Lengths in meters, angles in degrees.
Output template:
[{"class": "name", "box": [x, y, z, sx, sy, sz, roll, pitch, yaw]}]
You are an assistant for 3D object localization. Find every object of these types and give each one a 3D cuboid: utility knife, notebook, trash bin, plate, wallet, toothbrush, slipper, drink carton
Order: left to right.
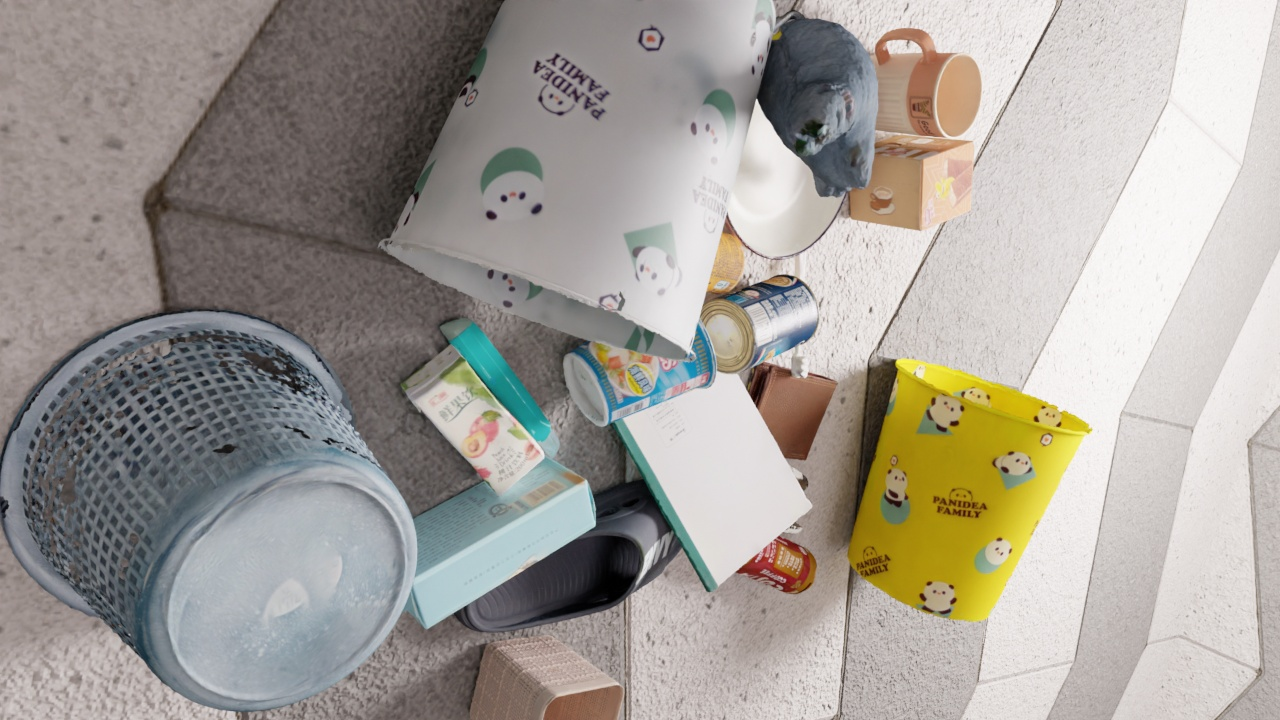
[{"class": "trash bin", "box": [-0.245, 0.097, 0.560, 0.226, 0.195, 0.227, -15, 114, -37]}, {"class": "drink carton", "box": [-0.134, 0.048, 0.739, 0.053, 0.045, 0.122, -40, 127, -9]}, {"class": "utility knife", "box": [-0.113, 0.025, 0.771, 0.029, 0.013, 0.174, -44, 128, -16]}, {"class": "slipper", "box": [-0.040, 0.192, 0.847, 0.267, 0.083, 0.111, -13, 115, -36]}, {"class": "trash bin", "box": [-0.030, -0.153, 0.649, 0.229, 0.230, 0.251, 24, 84, -43]}, {"class": "notebook", "box": [0.068, 0.095, 0.888, 0.150, 0.012, 0.209, -33, 98, -30]}, {"class": "plate", "box": [0.134, -0.195, 0.889, 0.192, 0.039, 0.192, -15, 114, -36]}, {"class": "wallet", "box": [0.158, 0.058, 1.007, 0.124, 0.032, 0.101, 11, 100, -41]}, {"class": "toothbrush", "box": [0.168, -0.071, 0.958, 0.016, 0.016, 0.180, -3, 96, -39]}, {"class": "trash bin", "box": [0.380, 0.155, 1.110, 0.229, 0.230, 0.255, 5, 107, -42]}]

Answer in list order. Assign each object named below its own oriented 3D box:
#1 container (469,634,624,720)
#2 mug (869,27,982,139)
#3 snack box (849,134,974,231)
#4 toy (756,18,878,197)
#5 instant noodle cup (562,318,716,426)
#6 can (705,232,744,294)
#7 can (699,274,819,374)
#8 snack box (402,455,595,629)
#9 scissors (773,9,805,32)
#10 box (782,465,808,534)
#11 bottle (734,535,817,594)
[{"class": "container", "box": [-0.089, 0.308, 0.824, 0.090, 0.111, 0.090, 7, 101, -42]}, {"class": "mug", "box": [0.274, -0.284, 0.933, 0.081, 0.106, 0.114, -49, 130, -17]}, {"class": "snack box", "box": [0.291, -0.193, 0.988, 0.094, 0.093, 0.077, -24, 119, -33]}, {"class": "toy", "box": [0.142, -0.198, 0.728, 0.355, 0.091, 0.138, -31, 113, -75]}, {"class": "instant noodle cup", "box": [-0.005, 0.005, 0.809, 0.109, 0.099, 0.099, -28, 121, -23]}, {"class": "can", "box": [0.026, -0.096, 0.818, 0.145, 0.058, 0.058, 5, 101, -41]}, {"class": "can", "box": [0.112, -0.036, 0.891, 0.110, 0.075, 0.075, -22, 118, -43]}, {"class": "snack box", "box": [-0.127, 0.143, 0.759, 0.174, 0.074, 0.052, -26, 120, -31]}, {"class": "scissors", "box": [0.070, -0.275, 0.809, 0.165, 0.014, 0.162, -3, 87, -10]}, {"class": "box", "box": [0.114, 0.146, 0.964, 0.163, 0.076, 0.086, 27, 51, -44]}, {"class": "bottle", "box": [0.129, 0.213, 1.016, 0.174, 0.057, 0.057, 31, 84, -42]}]
